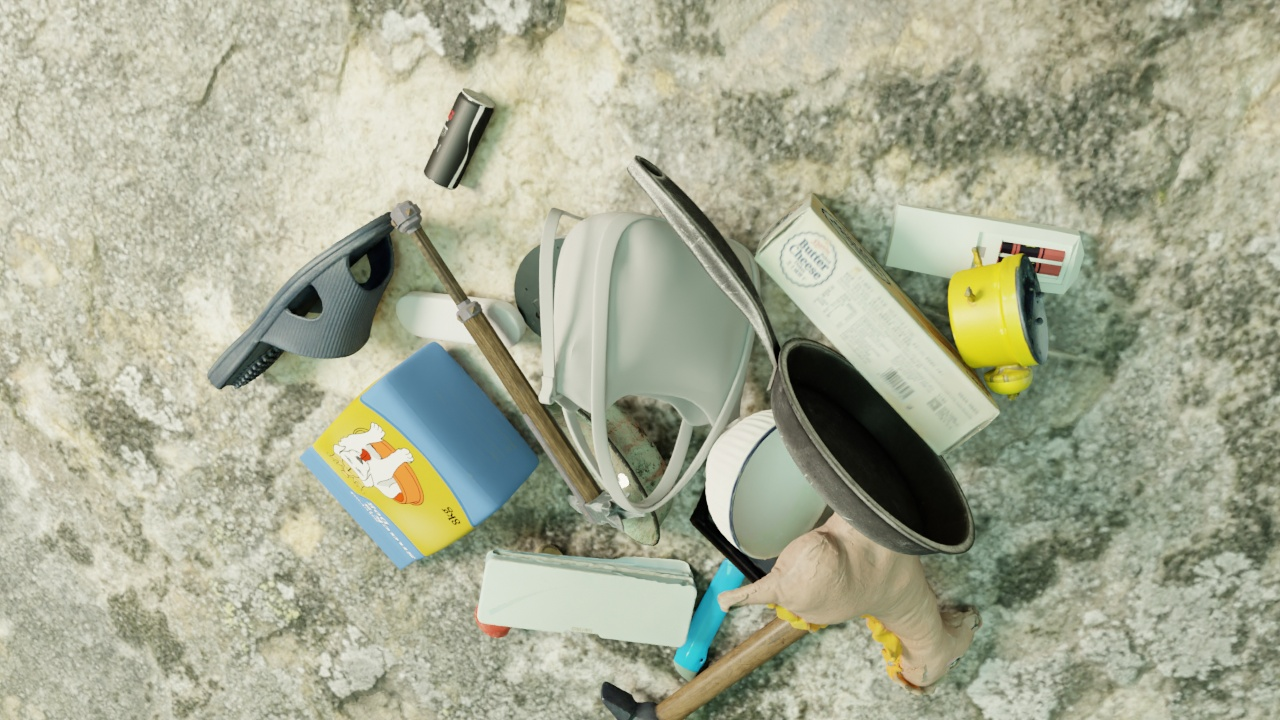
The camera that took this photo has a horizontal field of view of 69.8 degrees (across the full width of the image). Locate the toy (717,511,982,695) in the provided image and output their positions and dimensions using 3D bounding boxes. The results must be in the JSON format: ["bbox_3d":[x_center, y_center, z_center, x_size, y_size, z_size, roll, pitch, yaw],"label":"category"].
[{"bbox_3d":[0.183,0.210,0.750,0.196,0.065,0.264,-32,127,-6],"label":"toy"}]

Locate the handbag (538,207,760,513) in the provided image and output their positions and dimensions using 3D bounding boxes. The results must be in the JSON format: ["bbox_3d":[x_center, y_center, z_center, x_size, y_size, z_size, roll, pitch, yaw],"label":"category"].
[{"bbox_3d":[-0.004,0.004,0.703,0.096,0.215,0.222,2,84,52],"label":"handbag"}]

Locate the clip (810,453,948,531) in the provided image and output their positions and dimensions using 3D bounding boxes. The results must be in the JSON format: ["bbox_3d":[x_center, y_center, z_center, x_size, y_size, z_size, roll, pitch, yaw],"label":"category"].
[{"bbox_3d":[0.168,0.093,0.761,0.152,0.096,0.126,27,102,-9],"label":"clip"}]

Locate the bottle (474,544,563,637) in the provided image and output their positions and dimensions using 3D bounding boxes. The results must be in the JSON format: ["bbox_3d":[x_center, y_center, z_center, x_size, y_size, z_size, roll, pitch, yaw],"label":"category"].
[{"bbox_3d":[-0.116,0.227,0.901,0.044,0.044,0.109,43,112,-3],"label":"bottle"}]

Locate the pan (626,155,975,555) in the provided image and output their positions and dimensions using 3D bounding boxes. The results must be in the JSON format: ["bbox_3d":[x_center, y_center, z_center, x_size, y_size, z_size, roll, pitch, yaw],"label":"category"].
[{"bbox_3d":[0.106,-0.002,0.652,0.357,0.186,0.055,46,116,3],"label":"pan"}]

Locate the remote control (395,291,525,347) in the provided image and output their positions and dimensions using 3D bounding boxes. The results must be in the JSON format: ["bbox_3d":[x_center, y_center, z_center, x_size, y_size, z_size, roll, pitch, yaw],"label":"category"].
[{"bbox_3d":[-0.162,-0.037,0.819,0.137,0.013,0.043,7,124,27],"label":"remote control"}]

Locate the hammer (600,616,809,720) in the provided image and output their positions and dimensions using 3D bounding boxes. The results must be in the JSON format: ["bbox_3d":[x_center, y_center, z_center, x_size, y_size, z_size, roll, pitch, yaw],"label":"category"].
[{"bbox_3d":[0.106,0.273,0.861,0.129,0.040,0.322,43,109,-14],"label":"hammer"}]

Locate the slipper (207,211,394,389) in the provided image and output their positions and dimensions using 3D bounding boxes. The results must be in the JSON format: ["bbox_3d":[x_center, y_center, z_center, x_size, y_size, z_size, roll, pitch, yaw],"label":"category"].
[{"bbox_3d":[-0.288,-0.036,0.830,0.264,0.101,0.082,-35,105,27],"label":"slipper"}]

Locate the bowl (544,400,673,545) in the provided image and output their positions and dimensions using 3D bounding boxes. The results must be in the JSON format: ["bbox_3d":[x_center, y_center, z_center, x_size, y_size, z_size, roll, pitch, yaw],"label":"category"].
[{"bbox_3d":[-0.022,0.086,0.794,0.038,0.158,0.157,-35,100,-21],"label":"bowl"}]

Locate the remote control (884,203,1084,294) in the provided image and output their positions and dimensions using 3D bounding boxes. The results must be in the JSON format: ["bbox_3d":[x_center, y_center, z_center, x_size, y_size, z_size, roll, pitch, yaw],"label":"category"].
[{"bbox_3d":[0.267,-0.085,0.711,0.143,0.024,0.050,10,110,9],"label":"remote control"}]

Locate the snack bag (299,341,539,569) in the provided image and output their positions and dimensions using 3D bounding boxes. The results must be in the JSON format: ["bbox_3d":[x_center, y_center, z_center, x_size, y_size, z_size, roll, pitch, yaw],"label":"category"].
[{"bbox_3d":[-0.221,0.103,0.861,0.206,0.102,0.159,-36,97,34],"label":"snack bag"}]

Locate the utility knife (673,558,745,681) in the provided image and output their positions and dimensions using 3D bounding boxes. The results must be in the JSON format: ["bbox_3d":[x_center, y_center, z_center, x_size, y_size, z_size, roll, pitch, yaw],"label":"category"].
[{"bbox_3d":[0.071,0.237,0.873,0.031,0.015,0.179,24,115,1],"label":"utility knife"}]

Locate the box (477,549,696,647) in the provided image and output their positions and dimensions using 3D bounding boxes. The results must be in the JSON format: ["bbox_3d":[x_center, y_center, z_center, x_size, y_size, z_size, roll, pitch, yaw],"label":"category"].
[{"bbox_3d":[-0.049,0.216,0.850,0.199,0.066,0.083,8,127,-7],"label":"box"}]

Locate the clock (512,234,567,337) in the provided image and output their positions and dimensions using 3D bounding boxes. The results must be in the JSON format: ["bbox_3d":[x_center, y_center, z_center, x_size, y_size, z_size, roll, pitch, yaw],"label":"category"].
[{"bbox_3d":[-0.050,-0.068,0.789,0.123,0.035,0.094,-35,97,21],"label":"clock"}]

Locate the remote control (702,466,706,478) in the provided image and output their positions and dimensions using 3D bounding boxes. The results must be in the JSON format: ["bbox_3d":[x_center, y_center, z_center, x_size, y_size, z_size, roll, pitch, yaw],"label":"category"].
[{"bbox_3d":[0.126,0.115,0.820,0.136,0.011,0.050,29,111,1],"label":"remote control"}]

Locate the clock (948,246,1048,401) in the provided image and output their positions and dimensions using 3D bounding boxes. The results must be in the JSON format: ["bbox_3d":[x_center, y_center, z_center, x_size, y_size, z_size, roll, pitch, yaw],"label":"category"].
[{"bbox_3d":[0.272,-0.025,0.684,0.057,0.083,0.119,-11,126,33],"label":"clock"}]

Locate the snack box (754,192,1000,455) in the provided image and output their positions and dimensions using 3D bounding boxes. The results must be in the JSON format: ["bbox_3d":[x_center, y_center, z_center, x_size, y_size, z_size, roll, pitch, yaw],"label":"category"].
[{"bbox_3d":[0.180,-0.033,0.709,0.058,0.104,0.208,-42,95,19],"label":"snack box"}]

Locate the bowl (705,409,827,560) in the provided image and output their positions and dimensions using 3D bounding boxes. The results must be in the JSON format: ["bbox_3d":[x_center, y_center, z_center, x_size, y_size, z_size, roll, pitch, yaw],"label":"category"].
[{"bbox_3d":[0.092,0.088,0.717,0.062,0.117,0.118,24,119,47],"label":"bowl"}]

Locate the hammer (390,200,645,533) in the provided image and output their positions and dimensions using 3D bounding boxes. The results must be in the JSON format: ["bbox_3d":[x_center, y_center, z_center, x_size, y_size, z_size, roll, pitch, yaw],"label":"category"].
[{"bbox_3d":[-0.116,0.005,0.776,0.028,0.147,0.317,-35,99,-21],"label":"hammer"}]

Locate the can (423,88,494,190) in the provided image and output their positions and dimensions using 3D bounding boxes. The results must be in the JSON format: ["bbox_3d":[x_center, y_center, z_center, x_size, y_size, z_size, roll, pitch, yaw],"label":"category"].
[{"bbox_3d":[-0.153,-0.186,0.775,0.031,0.031,0.081,32,113,1],"label":"can"}]

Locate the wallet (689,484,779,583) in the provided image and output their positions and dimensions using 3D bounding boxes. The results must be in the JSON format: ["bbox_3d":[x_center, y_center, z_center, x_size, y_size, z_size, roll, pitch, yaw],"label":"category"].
[{"bbox_3d":[0.099,0.155,0.800,0.115,0.026,0.089,43,147,19],"label":"wallet"}]
